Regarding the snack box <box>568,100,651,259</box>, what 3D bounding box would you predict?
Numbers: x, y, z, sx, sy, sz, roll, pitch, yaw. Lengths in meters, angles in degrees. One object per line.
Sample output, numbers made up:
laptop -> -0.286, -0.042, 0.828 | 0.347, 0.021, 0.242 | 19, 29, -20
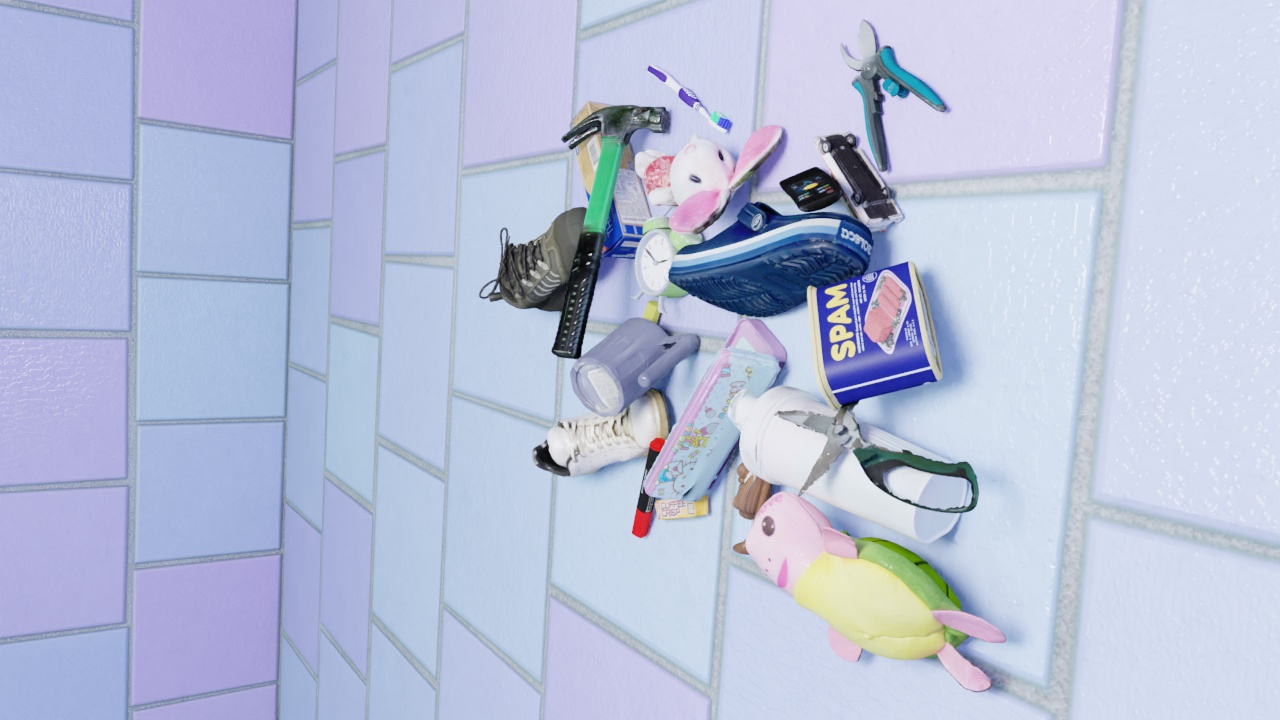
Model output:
snack box -> -0.038, -0.229, 1.174 | 0.057, 0.056, 0.206 | -38, 59, 47

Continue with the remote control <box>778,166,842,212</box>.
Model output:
remote control -> 0.156, -0.158, 0.847 | 0.151, 0.041, 0.020 | -82, -30, -72

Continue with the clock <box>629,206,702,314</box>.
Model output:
clock -> 0.032, -0.122, 1.085 | 0.094, 0.042, 0.119 | 32, 117, 50

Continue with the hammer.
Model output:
hammer -> -0.057, -0.157, 1.102 | 0.130, 0.032, 0.318 | 7, 79, 23

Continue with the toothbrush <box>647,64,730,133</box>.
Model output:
toothbrush -> 0.054, -0.311, 1.077 | 0.186, 0.015, 0.016 | 53, 127, 42

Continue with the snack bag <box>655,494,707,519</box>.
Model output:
snack bag -> 0.047, 0.174, 1.083 | 0.099, 0.020, 0.026 | -18, 74, 54

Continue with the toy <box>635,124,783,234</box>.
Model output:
toy -> 0.060, -0.201, 1.005 | 0.159, 0.084, 0.194 | -46, 31, -8

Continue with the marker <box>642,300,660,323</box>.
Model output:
marker -> 0.001, -0.018, 1.153 | 0.021, 0.017, 0.124 | 49, 130, 45

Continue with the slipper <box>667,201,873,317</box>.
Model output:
slipper -> 0.131, -0.107, 0.900 | 0.253, 0.105, 0.095 | -6, 65, 57

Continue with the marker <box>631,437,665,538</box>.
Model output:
marker -> 0.010, 0.155, 1.118 | 0.023, 0.021, 0.145 | -101, 19, -56

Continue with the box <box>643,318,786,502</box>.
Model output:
box -> 0.067, 0.058, 0.989 | 0.089, 0.092, 0.215 | 57, 134, 38

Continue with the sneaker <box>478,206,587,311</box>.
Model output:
sneaker -> -0.150, -0.135, 1.230 | 0.239, 0.142, 0.101 | 133, 129, -61

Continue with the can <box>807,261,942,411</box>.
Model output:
can -> 0.198, -0.023, 0.778 | 0.092, 0.056, 0.116 | -16, 49, 23

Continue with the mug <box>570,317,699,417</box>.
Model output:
mug -> -0.006, 0.006, 1.071 | 0.124, 0.103, 0.084 | -6, 113, 42

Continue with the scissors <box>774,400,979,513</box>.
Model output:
scissors -> 0.210, 0.041, 0.771 | 0.202, 0.015, 0.201 | 17, 69, 42

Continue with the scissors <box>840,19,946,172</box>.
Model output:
scissors -> 0.219, -0.238, 0.831 | 0.156, 0.019, 0.125 | 40, 121, 51

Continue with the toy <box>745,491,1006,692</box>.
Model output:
toy -> 0.193, 0.195, 0.785 | 0.238, 0.087, 0.190 | 24, 146, 38

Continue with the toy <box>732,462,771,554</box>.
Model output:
toy -> 0.119, 0.147, 0.959 | 0.054, 0.041, 0.102 | -122, 37, -58

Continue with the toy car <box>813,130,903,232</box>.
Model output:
toy car -> 0.198, -0.164, 0.850 | 0.039, 0.039, 0.113 | 101, 151, -54

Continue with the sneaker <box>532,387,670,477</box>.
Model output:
sneaker -> -0.060, 0.094, 1.167 | 0.242, 0.102, 0.088 | -31, 64, 50

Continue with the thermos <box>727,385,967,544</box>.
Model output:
thermos -> 0.180, 0.092, 0.831 | 0.221, 0.099, 0.099 | 24, 110, 49
